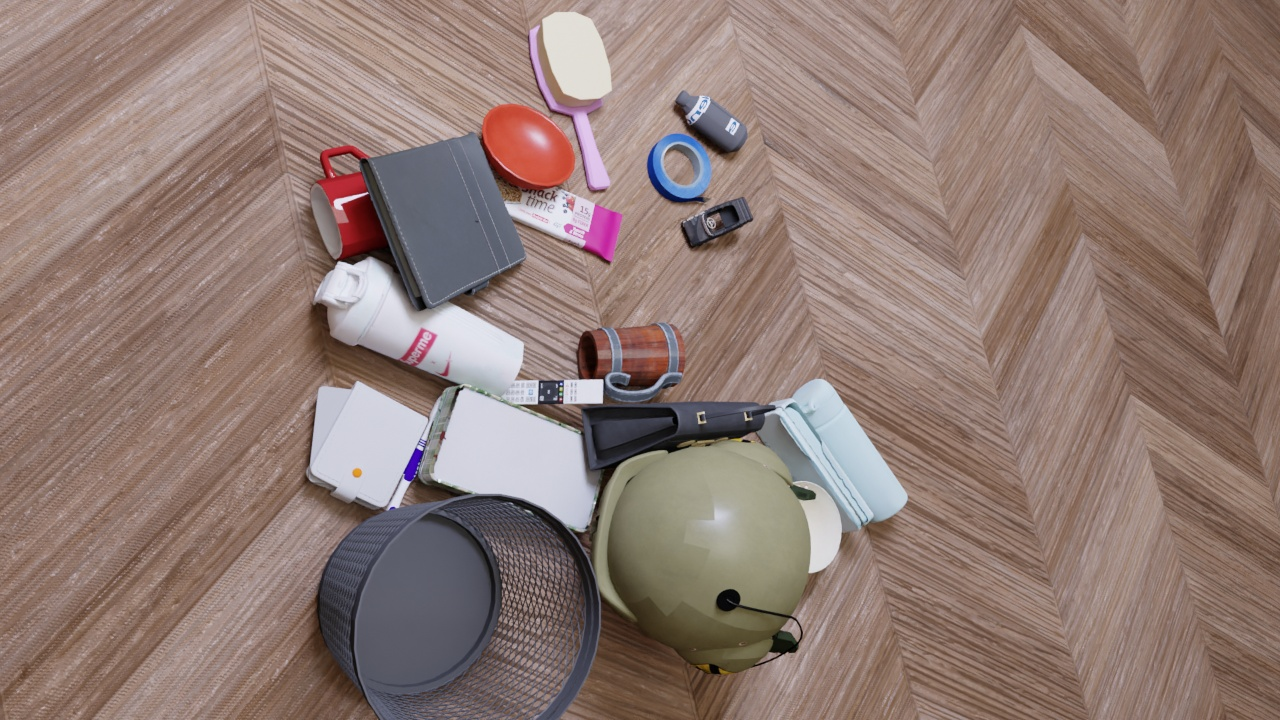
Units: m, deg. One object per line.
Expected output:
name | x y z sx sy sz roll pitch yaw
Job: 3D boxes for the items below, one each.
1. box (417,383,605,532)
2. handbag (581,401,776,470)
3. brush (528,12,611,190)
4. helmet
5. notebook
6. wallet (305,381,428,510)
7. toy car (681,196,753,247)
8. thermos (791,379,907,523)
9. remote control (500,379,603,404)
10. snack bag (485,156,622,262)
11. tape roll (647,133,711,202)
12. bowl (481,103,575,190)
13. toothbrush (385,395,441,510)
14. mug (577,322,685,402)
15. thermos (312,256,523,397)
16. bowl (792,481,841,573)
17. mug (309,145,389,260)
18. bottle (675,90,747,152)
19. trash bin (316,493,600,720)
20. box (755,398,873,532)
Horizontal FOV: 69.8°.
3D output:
box | -0.139 0.113 1.026 0.205 0.050 0.117 23 71 -27
handbag | 0.067 0.070 1.042 0.175 0.196 0.072 1 77 -49
brush | -0.075 -0.332 1.172 0.089 0.043 0.228 -14 85 -30
helmet | 0.059 0.201 0.988 0.232 0.256 0.250 20 70 -28
notebook | -0.207 -0.155 1.000 0.208 0.030 0.169 -40 115 -58
wallet | -0.299 0.085 0.961 0.115 0.038 0.118 31 62 -19
toy car | 0.103 -0.186 1.224 0.092 0.037 0.040 -23 92 2
thermos | 0.282 0.121 1.251 0.207 0.065 0.077 54 37 -7
remote control | -0.104 0.037 1.057 0.124 0.012 0.028 -1 78 6
snack bag | -0.113 -0.189 1.135 0.196 0.016 0.070 21 68 -23
tape roll | 0.053 -0.260 1.241 0.091 0.016 0.093 2 78 -28
bowl | -0.141 -0.252 1.111 0.122 0.035 0.121 17 54 -25
toothbrush | -0.249 0.120 0.992 0.016 0.015 0.186 30 67 -21
mug | -0.006 0.006 1.100 0.111 0.082 0.117 -2 39 -25
thermos | -0.235 -0.036 0.990 0.220 0.100 0.099 26 67 -25
bowl | 0.195 0.216 1.184 0.115 0.063 0.115 7 75 -27
mug | -0.299 -0.177 0.992 0.096 0.081 0.116 -21 95 -30
bottle | 0.097 -0.332 1.265 0.112 0.047 0.046 33 65 -18
trash bin | -0.186 0.234 0.868 0.217 0.228 0.217 4 81 -30
box | 0.229 0.140 1.213 0.199 0.084 0.067 56 43 -7
